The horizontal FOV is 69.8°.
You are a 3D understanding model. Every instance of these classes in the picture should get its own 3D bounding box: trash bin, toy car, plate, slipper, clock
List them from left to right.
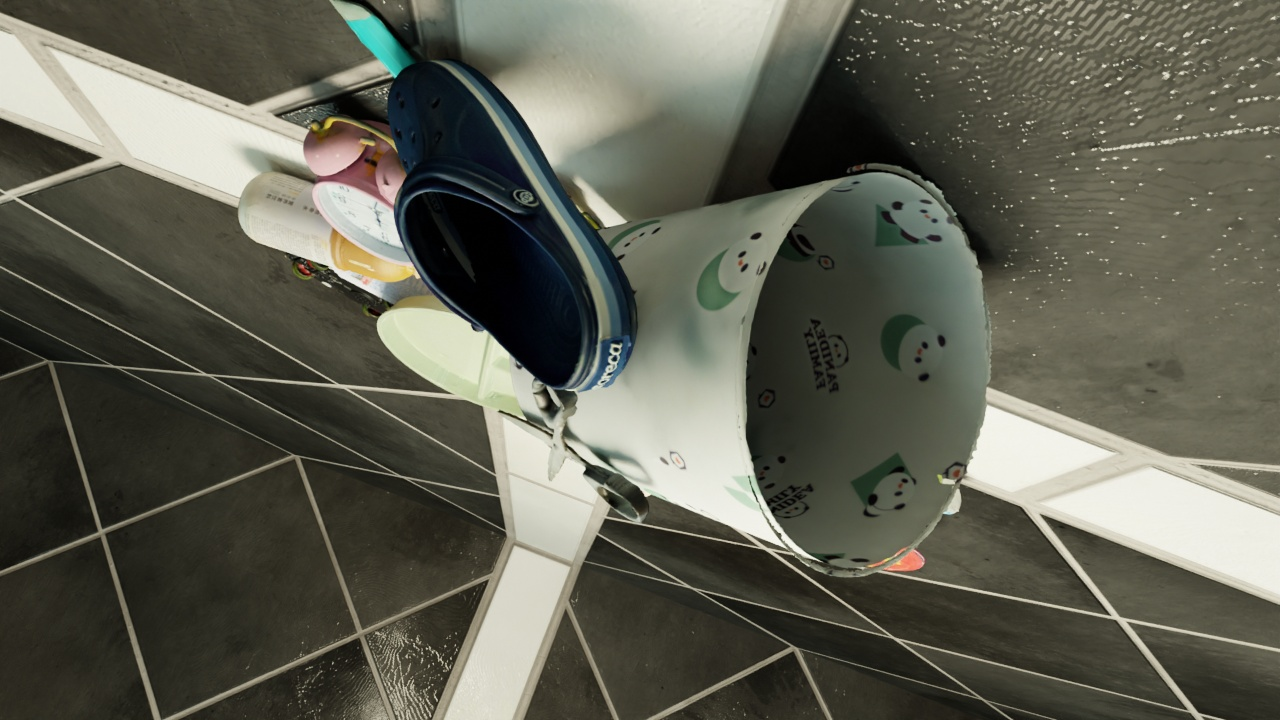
[{"bbox_3d":[-0.309,-0.088,0.988,0.155,0.041,0.071,35,156,-29],"label":"toy car"},{"bbox_3d":[-0.200,-0.136,0.713,0.117,0.059,0.159,24,155,6],"label":"clock"},{"bbox_3d":[-0.098,-0.077,0.545,0.095,0.252,0.105,-12,145,-40],"label":"slipper"},{"bbox_3d":[-0.152,0.000,0.922,0.230,0.027,0.230,16,156,7],"label":"plate"},{"bbox_3d":[0.057,-0.001,0.606,0.229,0.229,0.252,36,162,-35],"label":"trash bin"}]

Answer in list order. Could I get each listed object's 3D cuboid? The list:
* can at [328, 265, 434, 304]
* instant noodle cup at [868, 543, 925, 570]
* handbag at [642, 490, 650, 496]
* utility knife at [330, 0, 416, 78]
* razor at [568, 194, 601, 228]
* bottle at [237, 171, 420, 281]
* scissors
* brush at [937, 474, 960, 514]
[{"bbox_3d":[-0.238,-0.081,0.916,0.134,0.053,0.053,29,159,-22],"label":"can"},{"bbox_3d":[0.255,0.193,1.121,0.194,0.065,0.194,19,161,6],"label":"instant noodle cup"},{"bbox_3d":[-0.063,0.064,1.105,0.234,0.093,0.193,27,162,8],"label":"handbag"},{"bbox_3d":[-0.136,-0.168,0.645,0.029,0.013,0.222,6,153,31],"label":"utility knife"},{"bbox_3d":[-0.037,-0.096,0.723,0.043,0.022,0.142,40,178,38],"label":"razor"},{"bbox_3d":[-0.267,-0.116,0.833,0.189,0.068,0.068,18,160,7],"label":"bottle"},{"bbox_3d":[-0.054,0.056,0.607,0.181,0.014,0.159,32,149,38],"label":"scissors"},{"bbox_3d":[0.220,0.073,0.870,0.110,0.060,0.314,-10,142,46],"label":"brush"}]
